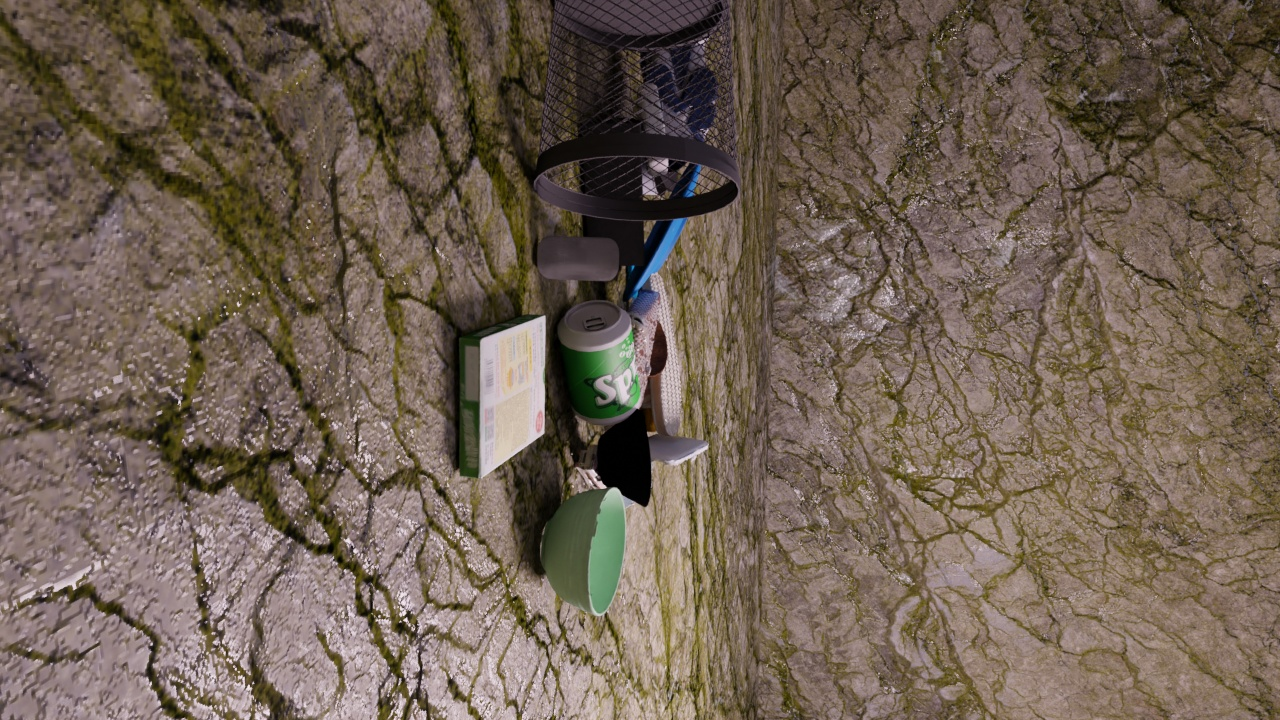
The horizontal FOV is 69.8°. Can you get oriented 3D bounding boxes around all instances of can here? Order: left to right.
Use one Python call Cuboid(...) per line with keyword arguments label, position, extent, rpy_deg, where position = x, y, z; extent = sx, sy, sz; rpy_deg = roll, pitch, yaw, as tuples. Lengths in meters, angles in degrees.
Cuboid(label="can", position=(-0.049, 0.004, 1.108), extent=(0.087, 0.088, 0.140), rpy_deg=(-68, 157, -50))

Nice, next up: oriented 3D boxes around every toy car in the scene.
Cuboid(label="toy car", position=(-0.054, 0.153, 1.216), extent=(0.113, 0.039, 0.039), rpy_deg=(64, 32, -53))

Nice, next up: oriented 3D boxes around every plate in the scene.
Cuboid(label="plate", position=(0.037, -0.176, 1.249), extent=(0.224, 0.024, 0.224), rpy_deg=(-62, -173, 13))

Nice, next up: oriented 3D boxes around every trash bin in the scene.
Cuboid(label="trash bin", position=(-0.001, -0.291, 0.986), extent=(0.217, 0.218, 0.227), rpy_deg=(28, 63, -74))

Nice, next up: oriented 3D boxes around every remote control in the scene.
Cuboid(label="remote control", position=(0.015, -0.287, 1.147), extent=(0.060, 0.028, 0.114), rpy_deg=(95, -13, -75))
Cuboid(label="remote control", position=(0.034, -0.295, 1.349), extent=(0.150, 0.013, 0.034), rpy_deg=(47, 48, -70))

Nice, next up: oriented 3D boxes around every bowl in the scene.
Cuboid(label="bowl", position=(-0.072, 0.224, 1.097), extent=(0.150, 0.077, 0.151), rpy_deg=(4, 89, -76))
Cuboid(label="bowl", position=(-0.025, 0.123, 1.146), extent=(0.124, 0.052, 0.124), rpy_deg=(175, -89, -79))
Cuboid(label="bowl", position=(-0.005, -0.024, 1.349), extent=(0.114, 0.026, 0.102), rpy_deg=(9, 73, -50))

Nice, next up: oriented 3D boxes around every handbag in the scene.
Cuboid(label="handbag", position=(-0.026, -0.236, 1.222), extent=(0.195, 0.072, 0.176), rpy_deg=(-79, 168, -69))
Cuboid(label="handbag", position=(-0.007, 0.007, 1.235), extent=(0.124, 0.047, 0.186), rpy_deg=(-64, 165, -65))

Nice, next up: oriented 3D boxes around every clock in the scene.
Cuboid(label="clock", position=(0.019, -0.305, 1.393), extent=(0.095, 0.035, 0.122), rpy_deg=(79, 20, -44))

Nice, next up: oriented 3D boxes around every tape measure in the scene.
Cuboid(label="tape measure", position=(0.013, 0.086, 1.474), extent=(0.068, 0.030, 0.059), rpy_deg=(-15, 107, -68))

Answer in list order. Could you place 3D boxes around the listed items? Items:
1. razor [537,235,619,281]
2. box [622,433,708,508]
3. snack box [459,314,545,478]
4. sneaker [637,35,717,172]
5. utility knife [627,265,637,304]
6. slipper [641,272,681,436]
Cuboid(label="razor", position=(-0.072, -0.117, 1.052), extent=(0.116, 0.088, 0.047), rpy_deg=(-124, -144, -83))
Cuboid(label="box", position=(0.020, 0.175, 1.394), extent=(0.210, 0.129, 0.105), rpy_deg=(-6, 100, -69))
Cuboid(label="snack box", position=(-0.134, 0.030, 0.908), extent=(0.167, 0.027, 0.132), rpy_deg=(-35, 128, -72))
Cuboid(label="sneaker", position=(0.039, -0.392, 1.245), extent=(0.132, 0.103, 0.269), rpy_deg=(-140, -126, -72))
Cuboid(label="utility knife", position=(-0.012, -0.131, 1.358), extent=(0.031, 0.015, 0.220), rpy_deg=(-33, 122, -68))
Cuboid(label="slipper", position=(0.019, -0.010, 1.434), extent=(0.115, 0.052, 0.262), rpy_deg=(23, 60, -68))
